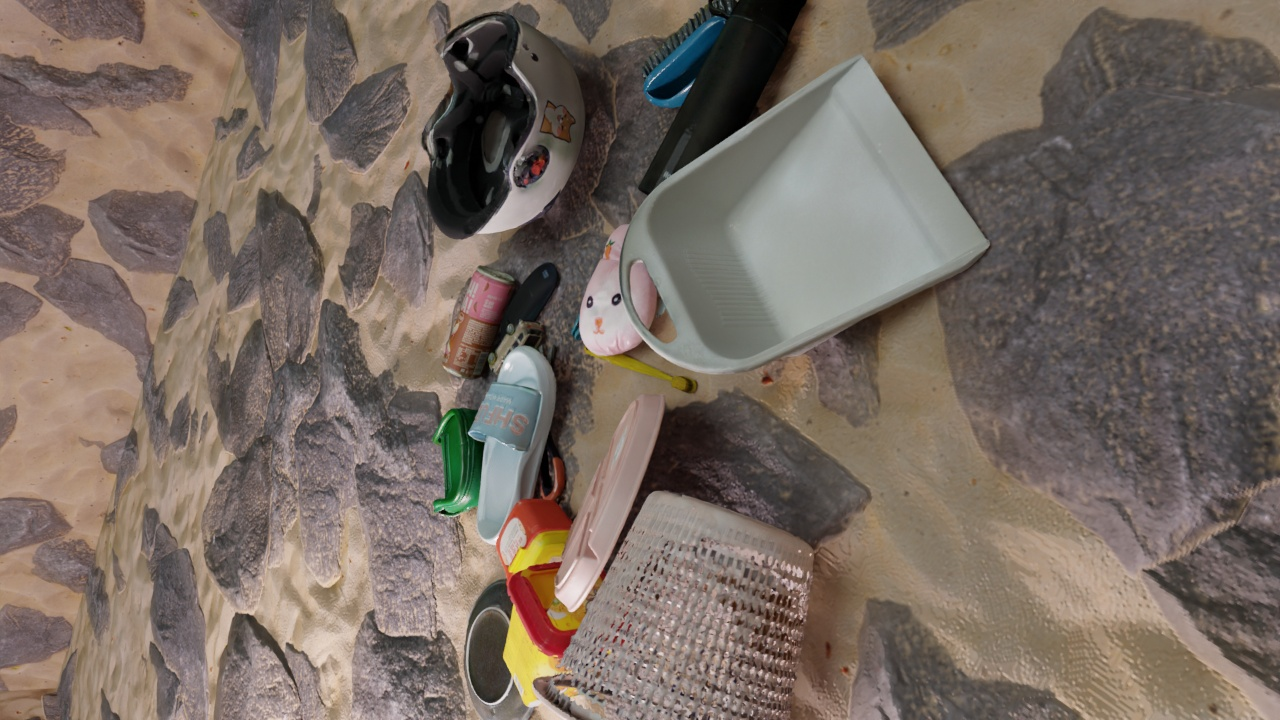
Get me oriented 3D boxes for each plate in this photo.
[{"bbox_3d":[-0.033,0.134,0.903,0.229,0.028,0.229,-159,93,-86],"label":"plate"},{"bbox_3d":[-0.175,0.358,1.116,0.180,0.024,0.179,-15,70,46],"label":"plate"}]

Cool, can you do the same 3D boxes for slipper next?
[{"bbox_3d":[-0.168,0.101,1.108,0.104,0.074,0.245,11,90,52],"label":"slipper"}]

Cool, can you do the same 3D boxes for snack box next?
[{"bbox_3d":[-0.118,0.208,1.041,0.080,0.082,0.091,49,119,42],"label":"snack box"}]

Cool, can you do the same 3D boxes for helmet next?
[{"bbox_3d":[-0.158,-0.285,1.152,0.230,0.156,0.274,23,109,47],"label":"helmet"}]

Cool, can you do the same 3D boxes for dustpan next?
[{"bbox_3d":[0.111,-0.108,0.794,0.259,0.142,0.222,-44,61,38],"label":"dustpan"}]

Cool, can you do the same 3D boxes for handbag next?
[{"bbox_3d":[-0.234,0.133,1.203,0.120,0.068,0.131,-33,57,40],"label":"handbag"}]

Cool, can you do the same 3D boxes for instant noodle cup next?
[{"bbox_3d":[-0.085,0.291,0.972,0.116,0.116,0.124,50,130,43],"label":"instant noodle cup"}]

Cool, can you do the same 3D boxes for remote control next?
[{"bbox_3d":[-0.150,-0.070,1.190,0.137,0.024,0.053,-54,47,25],"label":"remote control"}]

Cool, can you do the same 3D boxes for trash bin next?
[{"bbox_3d":[0.048,0.222,0.771,0.228,0.227,0.192,8,75,49],"label":"trash bin"}]

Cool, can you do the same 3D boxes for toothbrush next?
[{"bbox_3d":[-0.006,0.006,1.012,0.190,0.016,0.016,20,96,49],"label":"toothbrush"}]

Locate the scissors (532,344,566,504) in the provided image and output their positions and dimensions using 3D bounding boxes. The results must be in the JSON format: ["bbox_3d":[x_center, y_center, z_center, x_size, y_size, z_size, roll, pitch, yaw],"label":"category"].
[{"bbox_3d":[-0.118,0.090,1.123,0.203,0.015,0.204,-59,43,21],"label":"scissors"}]

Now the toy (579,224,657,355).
[{"bbox_3d":[-0.021,-0.083,1.027,0.121,0.054,0.159,-3,71,51],"label":"toy"}]

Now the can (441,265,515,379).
[{"bbox_3d":[-0.219,-0.050,1.237,0.058,0.057,0.147,35,107,47],"label":"can"}]

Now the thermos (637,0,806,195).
[{"bbox_3d":[0.073,-0.270,0.922,0.090,0.068,0.242,28,96,8],"label":"thermos"}]

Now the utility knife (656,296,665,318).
[{"bbox_3d":[0.041,-0.152,0.995,0.034,0.018,0.216,12,91,61],"label":"utility knife"}]

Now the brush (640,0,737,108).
[{"bbox_3d":[0.059,-0.320,0.986,0.144,0.055,0.073,-33,57,39],"label":"brush"}]

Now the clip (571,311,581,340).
[{"bbox_3d":[-0.066,-0.050,1.097,0.055,0.013,0.038,-57,44,20],"label":"clip"}]

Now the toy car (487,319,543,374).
[{"bbox_3d":[-0.160,-0.013,1.173,0.091,0.042,0.035,-51,49,28],"label":"toy car"}]
